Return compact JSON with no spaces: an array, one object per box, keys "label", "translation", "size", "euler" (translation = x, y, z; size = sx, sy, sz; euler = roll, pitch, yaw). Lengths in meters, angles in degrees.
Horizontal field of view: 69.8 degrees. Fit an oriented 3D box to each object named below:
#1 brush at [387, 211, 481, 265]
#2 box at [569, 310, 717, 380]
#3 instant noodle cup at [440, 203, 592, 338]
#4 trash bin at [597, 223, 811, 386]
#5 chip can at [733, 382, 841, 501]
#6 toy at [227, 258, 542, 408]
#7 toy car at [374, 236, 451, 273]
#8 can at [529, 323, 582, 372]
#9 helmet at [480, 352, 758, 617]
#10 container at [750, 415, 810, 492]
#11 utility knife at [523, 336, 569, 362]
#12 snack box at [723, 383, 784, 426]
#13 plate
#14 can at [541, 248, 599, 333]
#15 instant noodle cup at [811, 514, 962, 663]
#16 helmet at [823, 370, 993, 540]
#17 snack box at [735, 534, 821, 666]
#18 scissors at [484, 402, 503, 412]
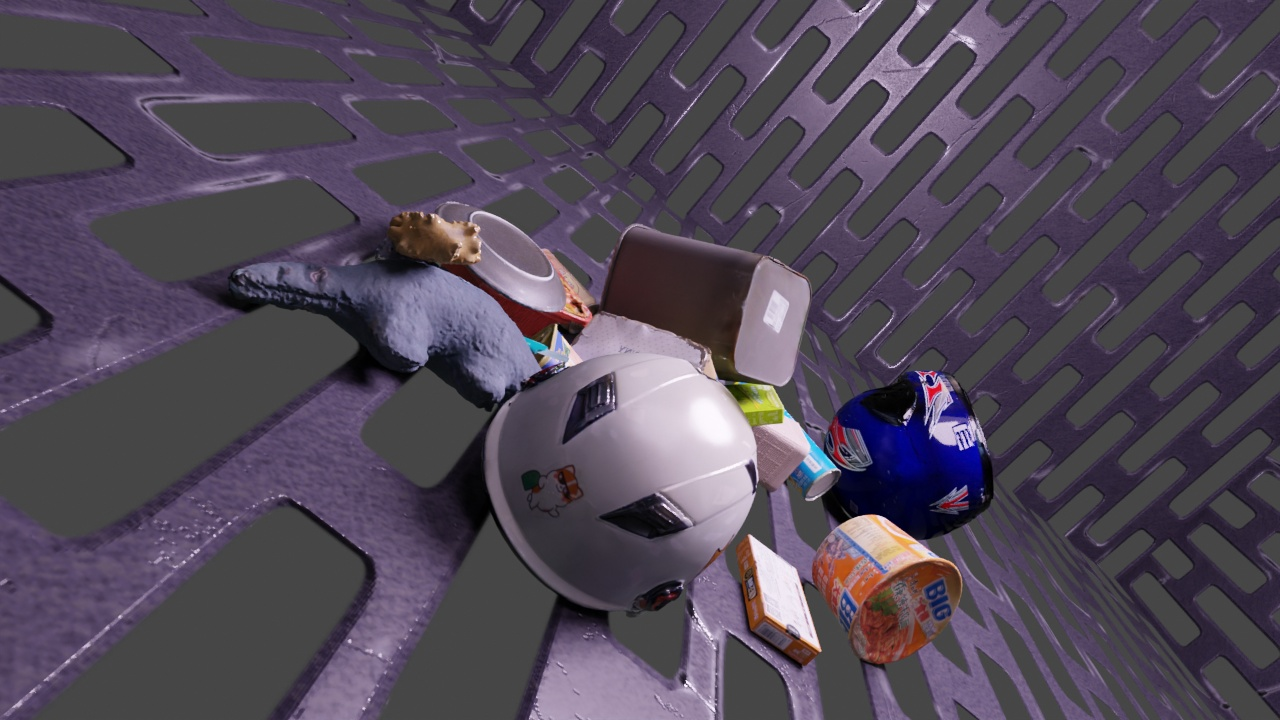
[{"label":"brush","translation":[-0.202,-0.120,0.872],"size":[0.083,0.046,0.255],"euler":[5,9,-18]},{"label":"box","translation":[-0.006,0.006,1.061],"size":[0.184,0.089,0.061],"euler":[21,-29,33]},{"label":"instant noodle cup","translation":[-0.160,-0.097,1.104],"size":[0.188,0.079,0.164],"euler":[21,25,-48]},{"label":"trash bin","translation":[0.089,-0.067,1.233],"size":[0.220,0.198,0.198],"euler":[12,-3,40]},{"label":"chip can","translation":[0.218,0.119,1.431],"size":[0.210,0.071,0.071],"euler":[51,18,30]},{"label":"toy","translation":[-0.190,-0.024,0.834],"size":[0.356,0.092,0.137],"euler":[28,39,-34]},{"label":"toy car","translation":[-0.242,-0.097,0.982],"size":[0.090,0.043,0.034],"euler":[39,-11,-17]},{"label":"can","translation":[-0.089,0.020,0.974],"size":[0.083,0.057,0.102],"euler":[52,13,-18]},{"label":"helmet","translation":[0.009,0.085,0.790],"size":[0.273,0.157,0.230],"euler":[0,59,-61]},{"label":"container","translation":[0.161,0.110,1.294],"size":[0.111,0.090,0.089],"euler":[32,18,-18]},{"label":"utility knife","translation":[-0.145,-0.025,0.933],"size":[0.182,0.013,0.029],"euler":[19,22,28]},{"label":"snack box","translation":[0.106,0.062,1.222],"size":[0.156,0.026,0.085],"euler":[-5,25,-4]},{"label":"plate","translation":[-0.148,-0.122,1.024],"size":[0.179,0.024,0.179],"euler":[36,22,-18]},{"label":"can","translation":[-0.112,-0.095,1.248],"size":[0.116,0.059,0.058],"euler":[46,16,18]},{"label":"instant noodle cup","translation":[0.280,0.261,1.077],"size":[0.151,0.151,0.111],"euler":[30,11,-33]},{"label":"helmet","translation":[0.421,0.150,1.500],"size":[0.314,0.240,0.247],"euler":[-83,161,-63]},{"label":"snack box","translation":[0.144,0.252,0.980],"size":[0.075,0.026,0.153],"euler":[37,16,-13]},{"label":"scissors","translation":[-0.154,0.016,0.937],"size":[0.073,0.017,0.137],"euler":[38,20,-15]}]
